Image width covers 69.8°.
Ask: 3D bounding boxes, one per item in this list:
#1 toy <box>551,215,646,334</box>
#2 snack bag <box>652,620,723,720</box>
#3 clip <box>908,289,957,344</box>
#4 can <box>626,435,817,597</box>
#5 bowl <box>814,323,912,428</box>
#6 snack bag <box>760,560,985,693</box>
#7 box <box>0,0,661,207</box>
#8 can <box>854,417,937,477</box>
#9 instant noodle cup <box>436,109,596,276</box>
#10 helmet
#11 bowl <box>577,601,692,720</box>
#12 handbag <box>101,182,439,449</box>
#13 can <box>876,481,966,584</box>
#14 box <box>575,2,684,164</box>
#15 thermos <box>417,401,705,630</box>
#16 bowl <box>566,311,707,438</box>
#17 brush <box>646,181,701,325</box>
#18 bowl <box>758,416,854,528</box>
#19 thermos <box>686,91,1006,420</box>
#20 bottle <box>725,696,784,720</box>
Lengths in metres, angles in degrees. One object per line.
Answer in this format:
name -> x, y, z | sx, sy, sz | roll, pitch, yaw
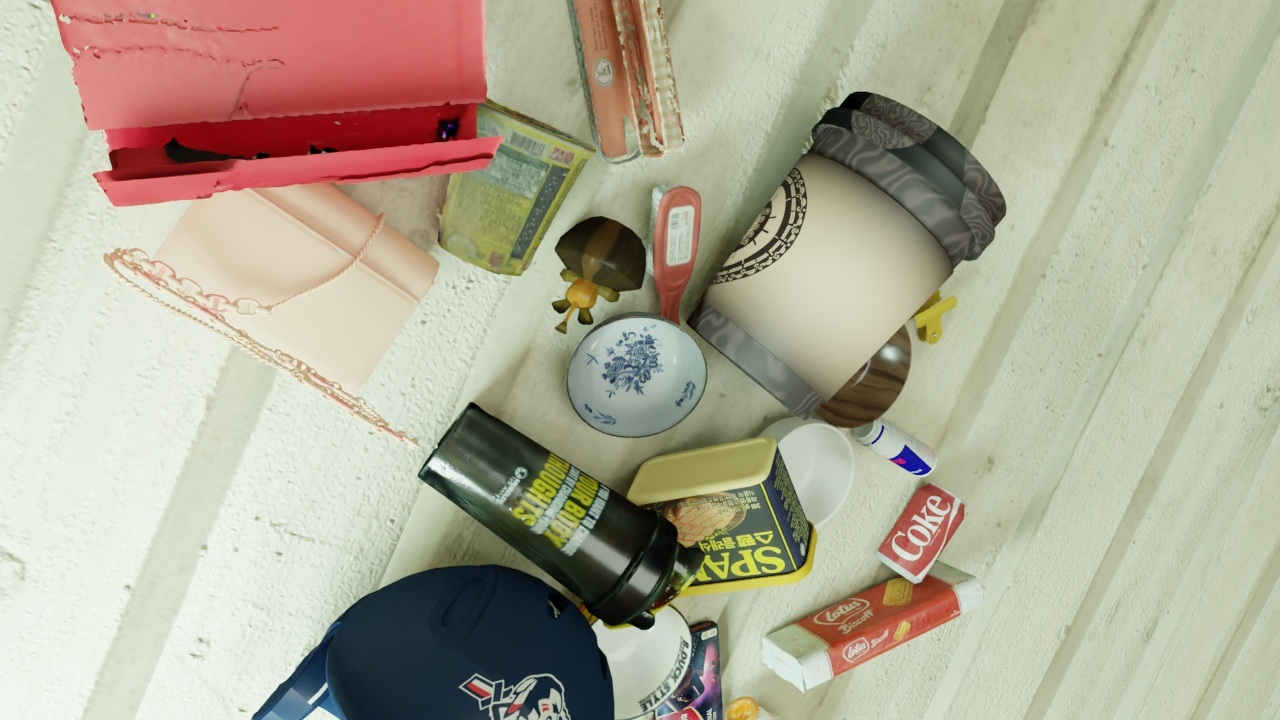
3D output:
toy -> -0.039, -0.064, 0.720 | 0.076, 0.063, 0.100 | 25, 76, 7
snack bag -> 0.045, 0.328, 0.893 | 0.074, 0.018, 0.155 | -13, 111, -22
clip -> 0.280, -0.041, 0.897 | 0.054, 0.045, 0.049 | -29, 158, -16
can -> 0.069, 0.133, 0.785 | 0.135, 0.075, 0.104 | -14, 114, 25
bowl -> 0.197, 0.002, 0.861 | 0.119, 0.032, 0.119 | -7, 107, -23
snack bag -> 0.235, 0.264, 0.928 | 0.224, 0.077, 0.041 | -16, 99, -20
box -> -0.162, -0.133, 0.449 | 0.211, 0.410, 0.107 | -10, 105, -21
can -> 0.253, 0.084, 0.910 | 0.095, 0.032, 0.032 | 29, 91, -28
instant noodle cup -> -0.096, -0.123, 0.663 | 0.102, 0.102, 0.108 | 17, 105, -28
helmet -> -0.124, 0.261, 0.653 | 0.223, 0.272, 0.232 | -39, 102, -3
bowl -> -0.020, 0.249, 0.811 | 0.117, 0.068, 0.117 | -7, 107, -23
handbag -> -0.199, -0.053, 0.575 | 0.198, 0.187, 0.116 | 36, 83, -21
can -> 0.288, 0.176, 0.940 | 0.054, 0.054, 0.096 | 35, 88, -28
box -> -0.013, -0.242, 0.686 | 0.079, 0.054, 0.187 | -8, 109, 11
thermos -> -0.064, 0.124, 0.717 | 0.221, 0.098, 0.098 | 36, 88, -10
bowl -> -0.004, 0.004, 0.753 | 0.114, 0.045, 0.114 | -2, 120, -4
brush -> 0.022, -0.065, 0.765 | 0.041, 0.030, 0.173 | -10, 122, -24
bowl -> 0.141, 0.101, 0.852 | 0.104, 0.054, 0.105 | -7, 106, -25
thermos -> 0.158, -0.078, 0.752 | 0.172, 0.172, 0.226 | 38, 93, -28
bottle -> 0.124, 0.382, 0.917 | 0.063, 0.063, 0.109 | -38, 118, -11
